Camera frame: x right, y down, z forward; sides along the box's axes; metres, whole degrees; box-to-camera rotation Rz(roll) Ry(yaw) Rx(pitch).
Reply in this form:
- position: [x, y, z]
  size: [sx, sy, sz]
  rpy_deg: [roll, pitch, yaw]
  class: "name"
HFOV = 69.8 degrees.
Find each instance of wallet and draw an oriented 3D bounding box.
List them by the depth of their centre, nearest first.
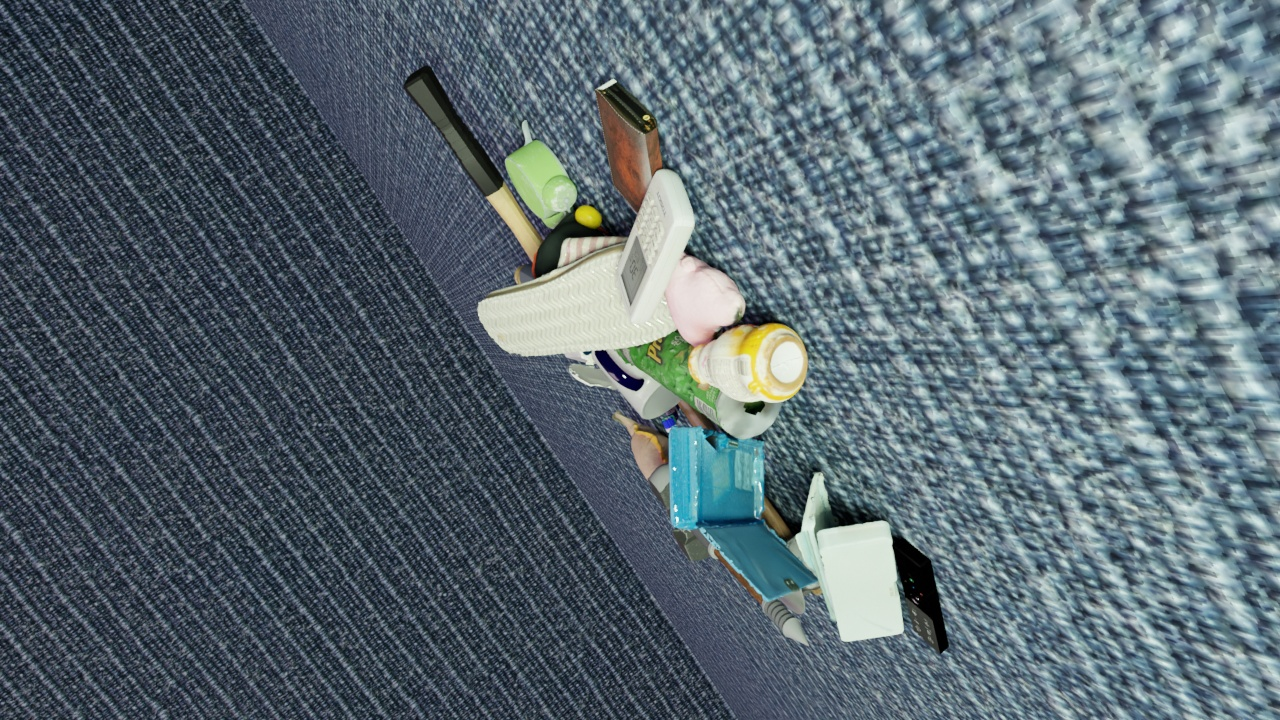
- position: [-0.005, -0.170, 0.770]
  size: [0.072, 0.019, 0.123]
  rpy_deg: [48, 166, 27]
  class: "wallet"

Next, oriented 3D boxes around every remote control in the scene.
- position: [0.011, -0.093, 0.771]
  size: [0.139, 0.025, 0.060]
  rpy_deg: [116, 145, -50]
  class: "remote control"
- position: [0.256, 0.217, 0.835]
  size: [0.034, 0.013, 0.150]
  rpy_deg: [40, 161, 48]
  class: "remote control"

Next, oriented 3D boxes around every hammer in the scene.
- position: [-0.159, -0.185, 1.055]
  size: [0.328, 0.039, 0.131]
  rpy_deg: [56, -164, -31]
  class: "hammer"
- position: [0.113, 0.131, 1.071]
  size: [0.328, 0.052, 0.098]
  rpy_deg: [54, 168, 16]
  class: "hammer"
- position: [0.110, 0.244, 1.094]
  size: [0.322, 0.043, 0.156]
  rpy_deg: [39, 156, 59]
  class: "hammer"

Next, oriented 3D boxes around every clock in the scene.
- position: [-0.108, -0.196, 1.024]
  size: [0.119, 0.042, 0.094]
  rpy_deg: [53, 168, 7]
  class: "clock"

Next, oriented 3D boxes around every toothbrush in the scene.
- position: [0.039, 0.066, 1.114]
  size: [0.016, 0.015, 0.186]
  rpy_deg: [63, -175, -3]
  class: "toothbrush"

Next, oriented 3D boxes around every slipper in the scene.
- position: [-0.055, -0.065, 0.916]
  size: [0.264, 0.052, 0.115]
  rpy_deg: [-12, 122, 36]
  class: "slipper"

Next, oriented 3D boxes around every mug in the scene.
- position: [-0.006, 0.006, 1.044]
  size: [0.097, 0.079, 0.111]
  rpy_deg: [49, -157, 25]
  class: "mug"

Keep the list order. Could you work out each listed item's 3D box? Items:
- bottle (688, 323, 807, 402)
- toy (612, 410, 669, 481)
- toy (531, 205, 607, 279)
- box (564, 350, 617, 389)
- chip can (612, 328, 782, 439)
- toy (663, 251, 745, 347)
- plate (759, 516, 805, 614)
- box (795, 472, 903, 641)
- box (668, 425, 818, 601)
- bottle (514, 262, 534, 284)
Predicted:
- position: [0.084, 0.002, 0.752]
  size: [0.109, 0.063, 0.063]
  rpy_deg: [-1, 125, 56]
  class: "bottle"
- position: [0.052, 0.151, 1.291]
  size: [0.196, 0.065, 0.265]
  rpy_deg: [51, 166, -9]
  class: "toy"
- position: [-0.069, -0.097, 1.005]
  size: [0.097, 0.099, 0.119]
  rpy_deg: [52, 166, 7]
  class: "toy"
- position: [-0.058, -0.015, 1.171]
  size: [0.084, 0.118, 0.160]
  rpy_deg: [19, 172, -14]
  class: "box"
- position: [0.049, 0.003, 0.900]
  size: [0.223, 0.075, 0.075]
  rpy_deg: [34, 156, 55]
  class: "chip can"
- position: [0.049, -0.055, 0.798]
  size: [0.093, 0.050, 0.103]
  rpy_deg: [54, 158, 12]
  class: "toy"
- position: [0.132, 0.215, 1.055]
  size: [0.178, 0.012, 0.179]
  rpy_deg: [57, 168, 18]
  class: "plate"
- position: [0.201, 0.192, 0.902]
  size: [0.199, 0.086, 0.096]
  rpy_deg: [69, -169, -45]
  class: "box"
- position: [0.093, 0.148, 0.867]
  size: [0.231, 0.066, 0.173]
  rpy_deg: [24, -138, -66]
  class: "box"
- position: [-0.146, -0.110, 1.369]
  size: [0.161, 0.046, 0.072]
  rpy_deg: [33, 155, 58]
  class: "bottle"
